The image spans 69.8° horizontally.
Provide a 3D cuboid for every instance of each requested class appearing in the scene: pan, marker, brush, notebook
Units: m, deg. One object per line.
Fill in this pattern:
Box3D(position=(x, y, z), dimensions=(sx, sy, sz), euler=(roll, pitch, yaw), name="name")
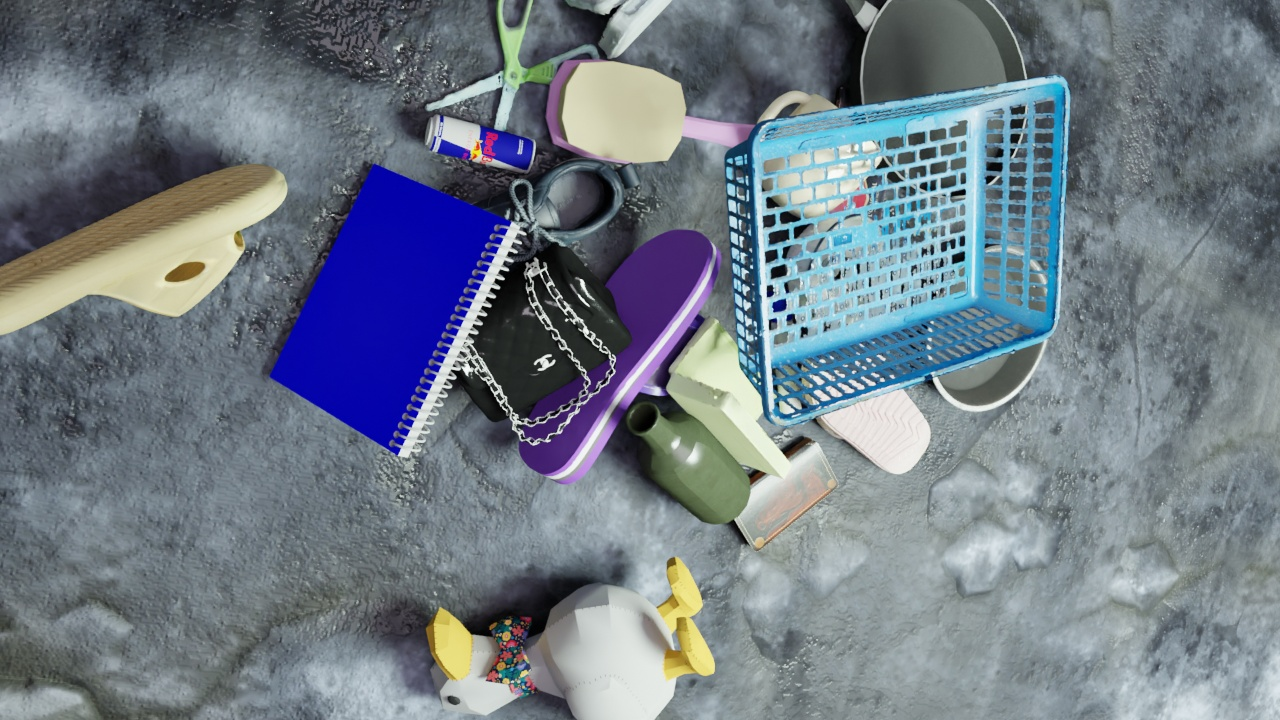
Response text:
Box3D(position=(0.265, -0.317, 0.942), dimensions=(0.356, 0.034, 0.225), euler=(35, 79, -22), name="pan")
Box3D(position=(0.317, -0.054, 0.984), dimensions=(0.356, 0.055, 0.187), euler=(15, 95, -29), name="pan")
Box3D(position=(0.152, -0.007, 0.971), dimensions=(0.023, 0.027, 0.133), euler=(-13, 105, -18), name="marker")
Box3D(position=(0.025, -0.227, 0.874), dimensions=(0.228, 0.043, 0.089), euler=(4, 103, -23), name="brush")
Box3D(position=(-0.208, -0.045, 0.776), dimensions=(0.209, 0.172, 0.022), euler=(-64, 154, -1), name="notebook")

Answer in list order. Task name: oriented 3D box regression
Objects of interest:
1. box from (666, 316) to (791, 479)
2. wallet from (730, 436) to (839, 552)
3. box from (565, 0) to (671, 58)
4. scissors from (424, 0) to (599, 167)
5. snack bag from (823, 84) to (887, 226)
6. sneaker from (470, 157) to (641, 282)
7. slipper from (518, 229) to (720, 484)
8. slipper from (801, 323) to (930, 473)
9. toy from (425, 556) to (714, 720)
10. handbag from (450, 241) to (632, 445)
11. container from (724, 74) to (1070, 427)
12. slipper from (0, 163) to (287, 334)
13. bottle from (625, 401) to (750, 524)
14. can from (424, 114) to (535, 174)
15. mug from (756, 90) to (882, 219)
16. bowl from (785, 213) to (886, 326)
Box3D(position=(0.099, 0.047, 0.885), dimensions=(0.091, 0.083, 0.188), euler=(-50, 144, -1), name="box")
Box3D(position=(0.153, 0.145, 0.998), dimensions=(0.123, 0.019, 0.072), euler=(-36, 113, -11), name="wallet")
Box3D(position=(0.040, -0.361, 0.836), dimensions=(0.215, 0.122, 0.083), euler=(-41, 132, -5), name="box")
Box3D(position=(-0.111, -0.259, 0.841), dimensions=(0.159, 0.025, 0.171), euler=(10, 99, -27), name="scissors")
Box3D(position=(0.229, -0.207, 0.971), dimensions=(0.074, 0.018, 0.155), euler=(3, 99, -21), name="snack bag")
Box3D(position=(-0.111, -0.116, 0.824), dimensions=(0.235, 0.087, 0.089), euler=(-31, 107, -13), name="sneaker")
Box3D(position=(-0.005, 0.005, 0.879), dimensions=(0.084, 0.107, 0.266), euler=(36, 85, -44), name="slipper")
Box3D(position=(0.232, 0.043, 0.989), dimensions=(0.094, 0.064, 0.239), euler=(-51, 128, -4), name="slipper")
Box3D(position=(-0.061, 0.295, 0.890), dimensions=(0.268, 0.140, 0.247), euler=(-23, 125, 10), name="toy")
Box3D(position=(-0.095, -0.014, 0.800), dimensions=(0.154, 0.114, 0.125), euler=(-28, 138, 9), name="handbag")
Box3D(position=(0.232, -0.111, 0.841), dimensions=(0.361, 0.089, 0.257), euler=(-15, 111, -25), name="container")
Box3D(position=(-0.396, -0.075, 0.731), dimensions=(0.261, 0.111, 0.079), euler=(-26, 128, -10), name="slipper")
Box3D(position=(0.042, 0.094, 0.871), dimensions=(0.071, 0.071, 0.207), euler=(-51, 144, -6), name="bottle")
Box3D(position=(-0.143, -0.194, 0.822), dimensions=(0.095, 0.032, 0.032), euler=(10, 95, -22), name="can")
Box3D(position=(0.160, -0.201, 0.903), dimensions=(0.120, 0.096, 0.100), euler=(39, 102, -20), name="mug")
Box3D(position=(0.191, -0.097, 0.941), dimensions=(0.117, 0.062, 0.118), euler=(-16, 117, -33), name="bowl")
